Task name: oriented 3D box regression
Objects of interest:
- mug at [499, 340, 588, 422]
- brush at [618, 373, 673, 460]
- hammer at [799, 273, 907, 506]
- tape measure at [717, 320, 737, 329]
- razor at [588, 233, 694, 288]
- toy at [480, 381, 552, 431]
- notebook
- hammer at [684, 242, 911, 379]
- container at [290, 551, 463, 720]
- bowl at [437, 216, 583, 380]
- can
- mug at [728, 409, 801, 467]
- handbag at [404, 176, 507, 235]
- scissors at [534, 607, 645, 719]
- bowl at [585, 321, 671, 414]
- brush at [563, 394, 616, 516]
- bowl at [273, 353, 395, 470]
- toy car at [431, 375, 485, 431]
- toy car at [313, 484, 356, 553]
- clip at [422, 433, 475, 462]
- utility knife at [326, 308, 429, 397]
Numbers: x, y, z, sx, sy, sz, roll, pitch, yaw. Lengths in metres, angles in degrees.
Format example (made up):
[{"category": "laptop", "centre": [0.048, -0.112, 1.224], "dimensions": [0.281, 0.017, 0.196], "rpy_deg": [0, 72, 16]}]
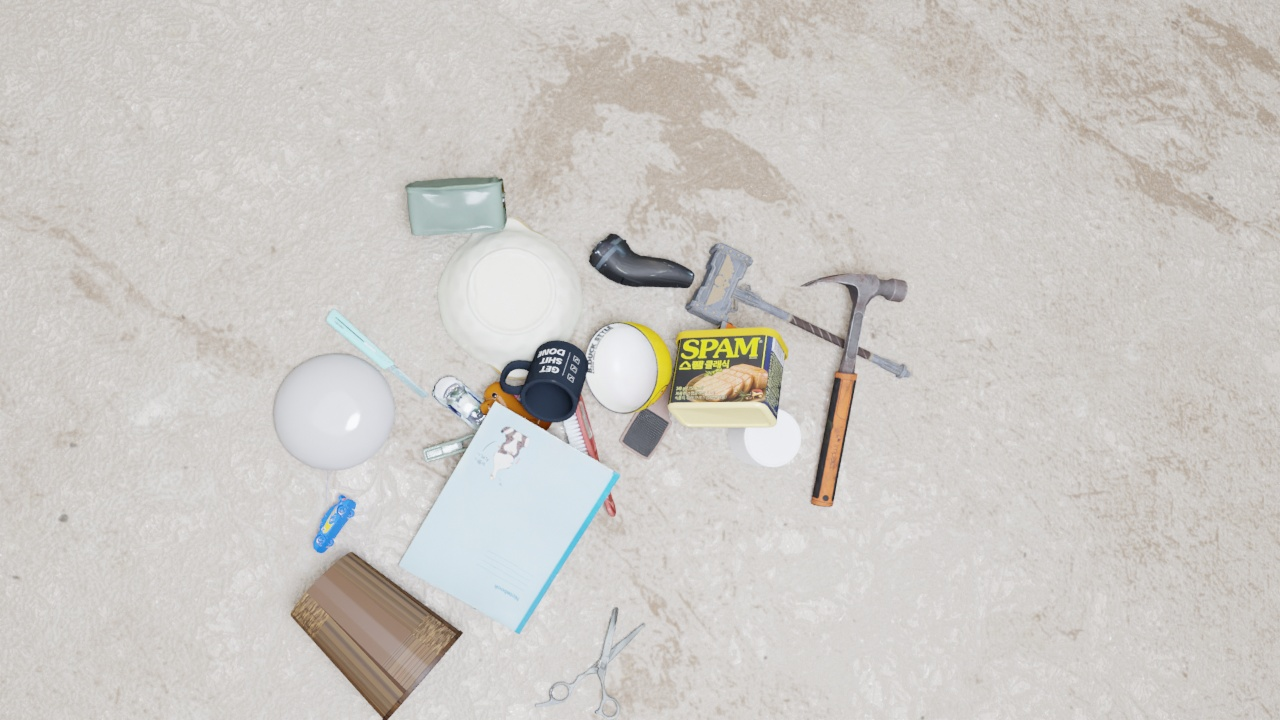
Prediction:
[{"category": "mug", "centre": [-0.123, 0.024, 1.150], "dimensions": [0.105, 0.071, 0.077], "rpy_deg": [6, 40, 6]}, {"category": "brush", "centre": [0.026, 0.064, 1.218], "dimensions": [0.050, 0.015, 0.135], "rpy_deg": [33, 82, -5]}, {"category": "hammer", "centre": [0.257, 0.037, 1.216], "dimensions": [0.137, 0.035, 0.314], "rpy_deg": [9, 94, -11]}, {"category": "tape measure", "centre": [0.120, -0.020, 1.215], "dimensions": [0.059, 0.058, 0.038], "rpy_deg": [26, 52, -9]}, {"category": "razor", "centre": [0.003, -0.128, 1.214], "dimensions": [0.140, 0.053, 0.063], "rpy_deg": [11, 77, -9]}, {"category": "toy", "centre": [-0.152, 0.058, 1.175], "dimensions": [0.102, 0.071, 0.090], "rpy_deg": [-38, 93, -40]}, {"category": "notebook", "centre": [-0.165, 0.200, 1.145], "dimensions": [0.181, 0.009, 0.254], "rpy_deg": [30, 101, -6]}, {"category": "hammer", "centre": [0.225, -0.046, 1.242], "dimensions": [0.322, 0.044, 0.098], "rpy_deg": [25, 83, -7]}, {"category": "container", "centre": [-0.320, 0.323, 1.101], "dimensions": [0.167, 0.132, 0.132], "rpy_deg": [41, 81, 3]}, {"category": "bowl", "centre": [-0.167, -0.085, 1.183], "dimensions": [0.188, 0.060, 0.219], "rpy_deg": [-10, 87, -8]}, {"category": "can", "centre": [0.108, 0.024, 1.143], "dimensions": [0.135, 0.075, 0.104], "rpy_deg": [-2, 62, 25]}, {"category": "mug", "centre": [0.154, 0.083, 1.194], "dimensions": [0.073, 0.090, 0.110], "rpy_deg": [-18, 88, -9]}, {"category": "handbag", "centre": [-0.230, -0.196, 1.162], "dimensions": [0.122, 0.106, 0.067], "rpy_deg": [-5, 110, -7]}, {"category": "scissors", "centre": [-0.064, 0.394, 1.180], "dimensions": [0.158, 0.014, 0.141], "rpy_deg": [-7, 89, -7]}, {"category": "bowl", "centre": [-0.007, 0.007, 1.181], "dimensions": [0.117, 0.067, 0.117], "rpy_deg": [5, 98, 35]}, {"category": "brush", "centre": [-0.070, 0.124, 1.192], "dimensions": [0.030, 0.041, 0.172], "rpy_deg": [-18, 90, 9]}, {"category": "bowl", "centre": [-0.386, 0.062, 1.148], "dimensions": [0.149, 0.043, 0.149], "rpy_deg": [1, 83, -8]}, {"category": "toy car", "centre": [-0.227, 0.055, 1.180], "dimensions": [0.090, 0.027, 0.038], "rpy_deg": [39, 84, -3]}, {"category": "toy car", "centre": [-0.396, 0.186, 1.149], "dimensions": [0.062, 0.033, 0.092], "rpy_deg": [31, 77, 12]}, {"category": "clip", "centre": [-0.240, 0.112, 1.173], "dimensions": [0.075, 0.042, 0.023], "rpy_deg": [-16, 89, -8]}, {"category": "utility knife", "centre": [-0.337, -0.005, 1.178], "dimensions": [0.165, 0.015, 0.022], "rpy_deg": [41, 50, -4]}]
